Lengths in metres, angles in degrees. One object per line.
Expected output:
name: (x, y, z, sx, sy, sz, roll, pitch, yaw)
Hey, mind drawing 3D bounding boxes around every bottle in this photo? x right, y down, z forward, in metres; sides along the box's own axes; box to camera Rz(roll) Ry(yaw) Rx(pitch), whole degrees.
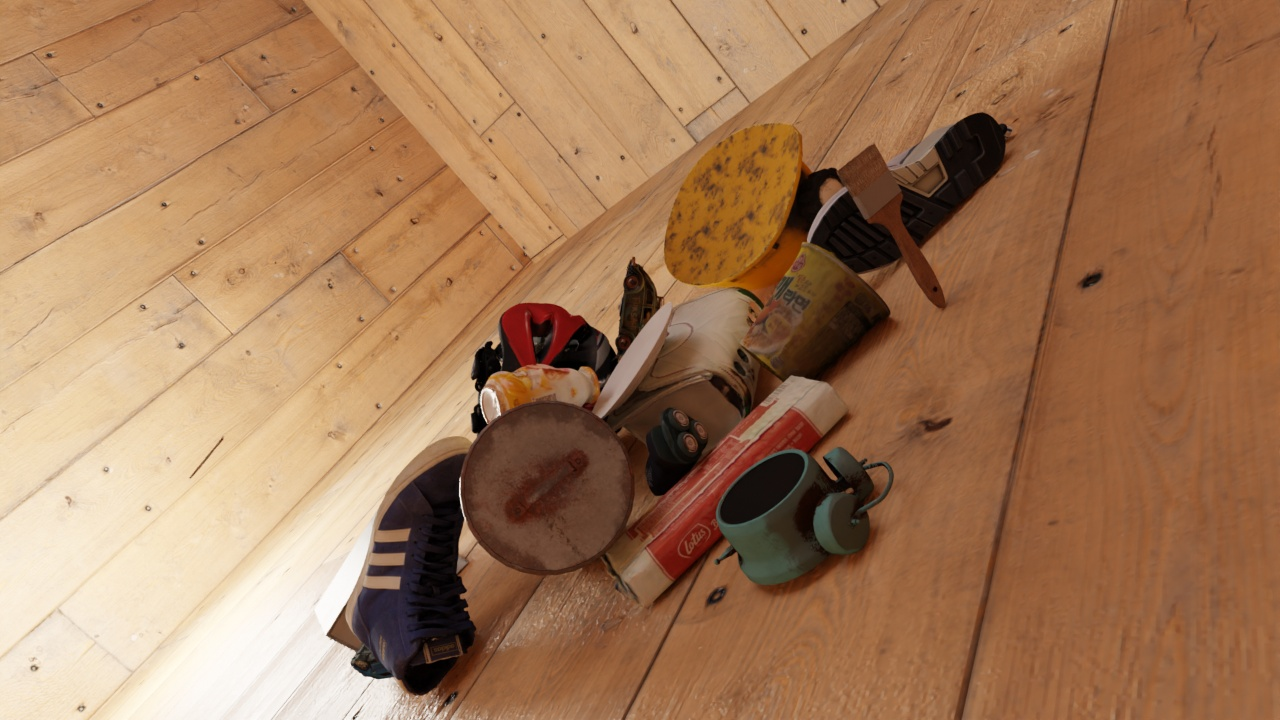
bottle: (-0.092, 0.033, 0.859, 0.108, 0.063, 0.063, -13, -4, -33)

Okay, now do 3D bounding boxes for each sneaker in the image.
sneaker: (-0.191, 0.199, 0.846, 0.118, 0.091, 0.233, 41, 108, 39)
sneaker: (0.255, -0.161, 0.948, 0.239, 0.089, 0.124, -35, 8, -9)

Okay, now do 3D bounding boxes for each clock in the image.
clock: (0.105, 0.095, 0.594, 0.124, 0.053, 0.089, -31, 17, 28)

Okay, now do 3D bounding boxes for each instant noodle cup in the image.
instant noodle cup: (0.148, -0.034, 0.813, 0.108, 0.102, 0.102, -49, 13, 2)

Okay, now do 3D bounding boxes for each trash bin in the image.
trash bin: (-0.079, 0.114, 0.768, 0.130, 0.131, 0.211, -45, -5, -14)

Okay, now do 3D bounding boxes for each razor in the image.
razor: (0.024, 0.086, 0.791, 0.052, 0.047, 0.143, -13, -23, -16)

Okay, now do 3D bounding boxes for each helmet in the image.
helmet: (-0.100, 0.045, 1.026, 0.272, 0.167, 0.217, 173, 100, -85)
helmet: (0.152, -0.169, 1.127, 0.256, 0.131, 0.205, -8, 66, 57)

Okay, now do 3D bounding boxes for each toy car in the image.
toy car: (0.000, -0.051, 0.964, 0.047, 0.047, 0.112, -100, 18, -88)
toy car: (-0.251, 0.300, 0.955, 0.120, 0.043, 0.056, -28, 19, 36)

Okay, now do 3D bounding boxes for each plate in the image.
plate: (-0.005, 0.005, 0.850, 0.135, 0.011, 0.134, -55, 9, 12)

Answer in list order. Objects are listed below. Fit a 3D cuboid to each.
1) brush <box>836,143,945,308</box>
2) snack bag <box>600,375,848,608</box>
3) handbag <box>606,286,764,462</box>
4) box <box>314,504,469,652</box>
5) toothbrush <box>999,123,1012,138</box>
brush: (0.207, -0.101, 0.735, 0.045, 0.143, 0.008, -38, 12, -25)
snack bag: (0.065, 0.099, 0.726, 0.225, 0.041, 0.077, -44, 13, -6)
handbag: (0.054, 0.012, 0.910, 0.142, 0.096, 0.198, -36, 13, 25)
box: (-0.231, 0.376, 1.175, 0.171, 0.404, 0.169, -46, 15, -19)
toothbrush: (0.348, -0.231, 1.028, 0.168, 0.014, 0.014, 163, 119, -66)
